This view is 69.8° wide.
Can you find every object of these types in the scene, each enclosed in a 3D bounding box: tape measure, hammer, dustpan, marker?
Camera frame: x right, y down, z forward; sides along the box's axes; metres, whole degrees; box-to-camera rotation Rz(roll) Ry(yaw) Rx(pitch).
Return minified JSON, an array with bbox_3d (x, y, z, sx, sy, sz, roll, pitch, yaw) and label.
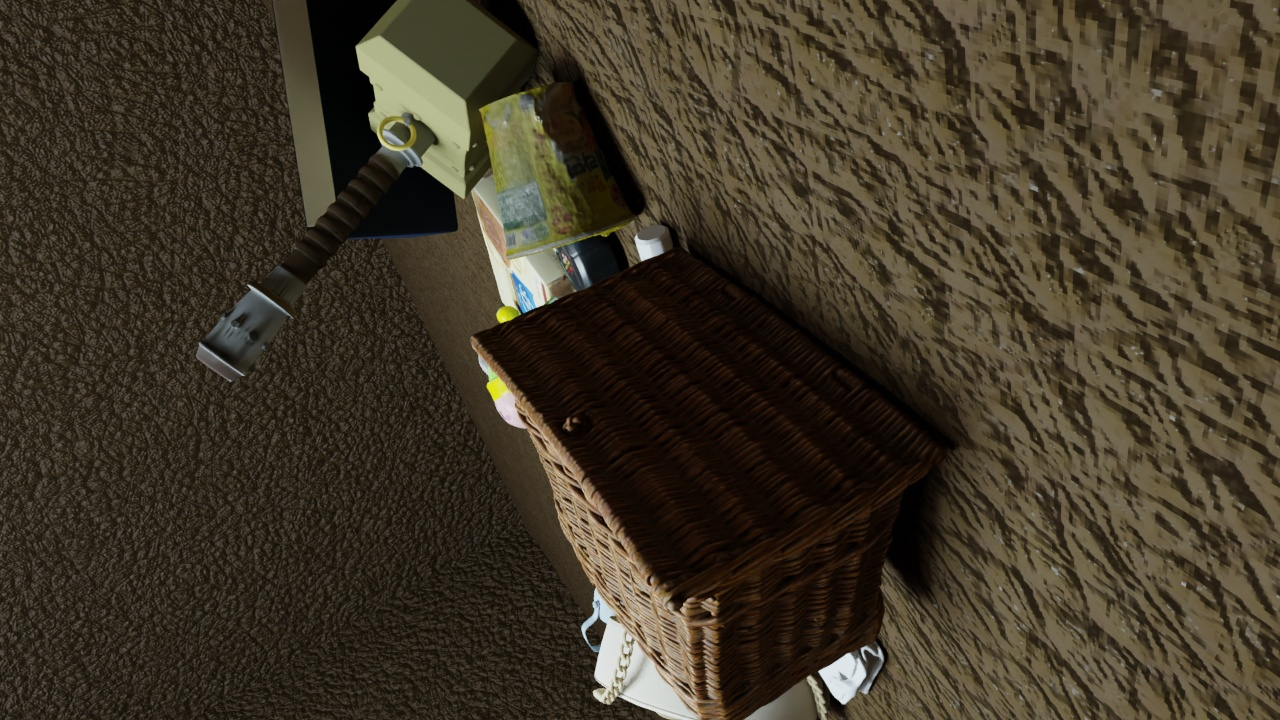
[{"bbox_3d":[-0.045,-0.089,0.768,0.072,0.042,0.071,64,165,3],"label":"tape measure"},{"bbox_3d":[-0.224,-0.121,0.716,0.100,0.324,0.190,37,167,-5],"label":"hammer"},{"bbox_3d":[-0.242,-0.236,0.878,0.080,0.272,0.236,-2,98,36],"label":"dustpan"},{"bbox_3d":[0.024,-0.039,0.663,0.025,0.025,0.126,41,156,52],"label":"marker"}]

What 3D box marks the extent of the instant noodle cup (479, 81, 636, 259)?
[{"bbox_3d":[-0.065,-0.137,0.660,0.102,0.102,0.108,17,126,70],"label":"instant noodle cup"}]

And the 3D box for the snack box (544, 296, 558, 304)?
[{"bbox_3d":[-0.019,0.025,0.796,0.168,0.027,0.132,57,166,-24],"label":"snack box"}]

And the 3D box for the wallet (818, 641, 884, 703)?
[{"bbox_3d":[0.151,0.225,0.730,0.086,0.032,0.116,53,164,34],"label":"wallet"}]

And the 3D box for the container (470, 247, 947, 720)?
[{"bbox_3d":[0.034,0.080,0.554,0.250,0.162,0.183,45,152,47],"label":"container"}]

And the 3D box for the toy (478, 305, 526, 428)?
[{"bbox_3d":[-0.126,0.016,0.985,0.131,0.096,0.124,41,175,-8],"label":"toy"}]

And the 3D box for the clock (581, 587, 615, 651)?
[{"bbox_3d":[0.010,0.273,1.029,0.075,0.161,0.122,42,158,53],"label":"clock"}]

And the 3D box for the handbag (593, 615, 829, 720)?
[{"bbox_3d":[0.064,0.302,0.901,0.208,0.103,0.211,17,168,-8],"label":"handbag"}]

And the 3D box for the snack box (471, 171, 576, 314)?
[{"bbox_3d":[-0.100,-0.078,0.941,0.153,0.055,0.208,53,164,26],"label":"snack box"}]
